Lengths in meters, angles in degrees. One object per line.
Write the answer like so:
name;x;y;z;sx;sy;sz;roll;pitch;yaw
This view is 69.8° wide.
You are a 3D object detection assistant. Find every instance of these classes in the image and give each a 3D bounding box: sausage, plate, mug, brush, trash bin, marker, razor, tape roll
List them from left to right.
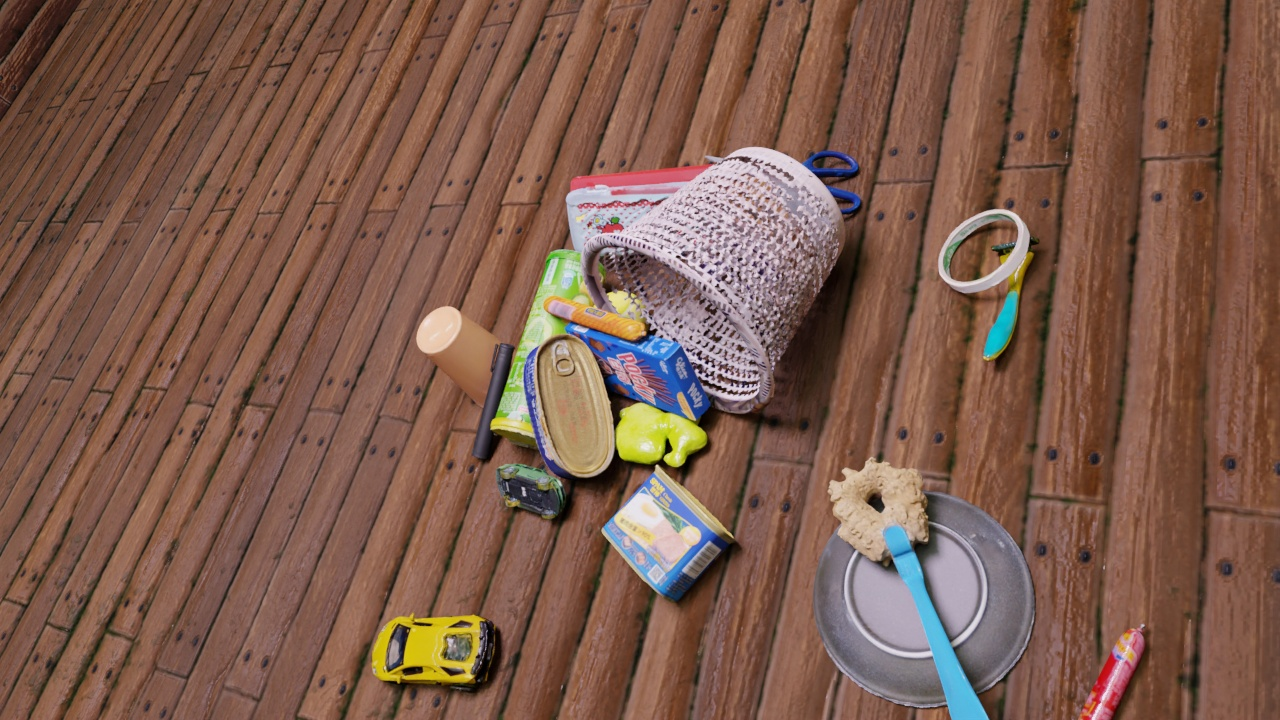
mug;-0.192;-0.006;1.033;0.078;0.123;0.078;-14;56;21
marker;-0.164;0.045;1.016;0.020;0.022;0.132;34;111;63
sausage;-0.049;-0.043;0.927;0.165;0.021;0.021;20;73;46
trash bin;0.087;-0.092;0.891;0.228;0.228;0.191;26;64;37
plate;0.226;0.189;0.753;0.180;0.024;0.179;-14;56;22
brush;0.215;0.182;0.713;0.083;0.046;0.254;-23;49;11
tape roll;0.320;-0.103;0.859;0.086;0.014;0.085;-36;35;30
razor;0.332;-0.053;0.833;0.043;0.028;0.132;-7;53;48
sausage;0.328;0.257;0.660;0.020;0.020;0.155;23;75;36

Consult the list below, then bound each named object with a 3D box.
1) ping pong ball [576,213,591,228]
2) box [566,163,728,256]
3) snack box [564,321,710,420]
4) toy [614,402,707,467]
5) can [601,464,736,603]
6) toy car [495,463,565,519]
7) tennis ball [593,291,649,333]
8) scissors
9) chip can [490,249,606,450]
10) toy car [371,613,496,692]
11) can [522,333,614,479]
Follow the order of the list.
ping pong ball;-0.063;-0.159;1.105;0.040;0.040;0.040;-14;57;21
box;0.021;-0.163;1.032;0.202;0.095;0.098;-2;91;13
snack box;-0.006;0.005;0.931;0.157;0.084;0.026;17;54;46
toy;0.016;0.075;0.929;0.100;0.031;0.096;-22;44;9
can;0.025;0.162;0.859;0.083;0.057;0.102;-47;51;0
toy car;-0.113;0.133;0.957;0.091;0.043;0.036;13;27;40
tennis ball;-0.023;-0.043;0.999;0.066;0.065;0.065;-14;57;21
scissors;0.155;-0.188;0.972;0.170;0.012;0.141;-22;67;-17
chip can;-0.098;-0.016;1.011;0.073;0.072;0.221;5;70;31
toy car;-0.212;0.292;0.922;0.156;0.041;0.071;-7;59;27
can;-0.074;0.049;0.940;0.049;0.074;0.148;-24;79;63
